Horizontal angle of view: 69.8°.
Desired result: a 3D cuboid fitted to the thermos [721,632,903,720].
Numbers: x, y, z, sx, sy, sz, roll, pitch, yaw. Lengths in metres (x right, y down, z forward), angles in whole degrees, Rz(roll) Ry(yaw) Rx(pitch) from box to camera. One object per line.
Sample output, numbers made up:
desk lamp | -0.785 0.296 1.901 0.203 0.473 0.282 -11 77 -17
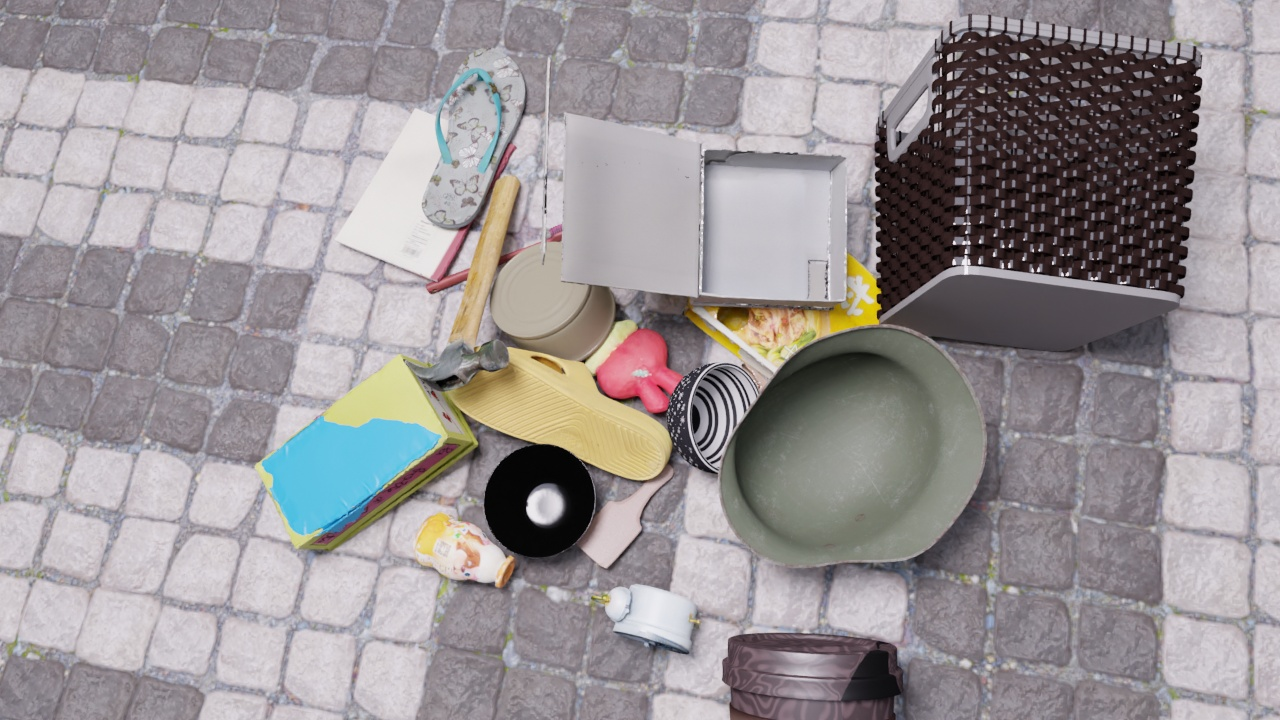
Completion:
thermos | 0.161 0.383 0.866 0.173 0.173 0.226 0 80 7

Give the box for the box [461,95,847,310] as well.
box | 0.022 -0.147 0.934 0.418 0.108 0.166 3 85 -19

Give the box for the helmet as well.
helmet | 0.192 0.093 0.941 0.267 0.154 0.227 -33 92 -9

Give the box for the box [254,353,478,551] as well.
box | -0.308 0.106 1.027 0.221 0.079 0.124 -38 71 8

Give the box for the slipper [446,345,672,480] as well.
slipper | -0.085 0.046 1.020 0.263 0.100 0.078 25 38 0

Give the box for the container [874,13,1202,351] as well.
container | 0.386 -0.161 0.937 0.245 0.248 0.243 7 78 -3

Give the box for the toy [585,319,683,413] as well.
toy | -0.006 0.006 1.050 0.135 0.045 0.091 37 83 21

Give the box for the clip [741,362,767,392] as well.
clip | 0.125 0.035 1.039 0.045 0.025 0.061 -41 77 -6

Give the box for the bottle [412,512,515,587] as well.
bottle | -0.192 0.211 1.005 0.109 0.063 0.063 23 78 12

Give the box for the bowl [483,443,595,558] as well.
bowl | -0.107 0.158 1.015 0.124 0.052 0.124 -2 74 6

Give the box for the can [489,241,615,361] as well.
can | -0.101 -0.064 1.049 0.128 0.073 0.127 -10 60 18

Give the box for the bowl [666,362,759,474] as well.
bowl | 0.071 0.064 1.002 0.066 0.120 0.120 -6 68 48

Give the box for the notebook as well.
notebook | -0.270 -0.211 1.156 0.153 0.012 0.208 22 73 12

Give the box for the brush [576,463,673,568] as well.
brush | -0.011 0.168 1.023 0.050 0.015 0.135 39 76 17

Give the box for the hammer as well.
hammer | -0.181 -0.099 1.040 0.132 0.033 0.329 -21 42 28

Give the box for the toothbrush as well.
toothbrush | -0.174 -0.125 1.125 0.190 0.016 0.016 -22 68 0

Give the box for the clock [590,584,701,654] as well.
clock | 0.003 0.267 0.956 0.118 0.083 0.057 15 71 7

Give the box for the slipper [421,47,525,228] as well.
slipper | -0.206 -0.290 1.145 0.098 0.055 0.268 8 69 4

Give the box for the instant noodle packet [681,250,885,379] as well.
instant noodle packet | 0.182 -0.055 1.039 0.221 0.084 0.163 38 83 4
